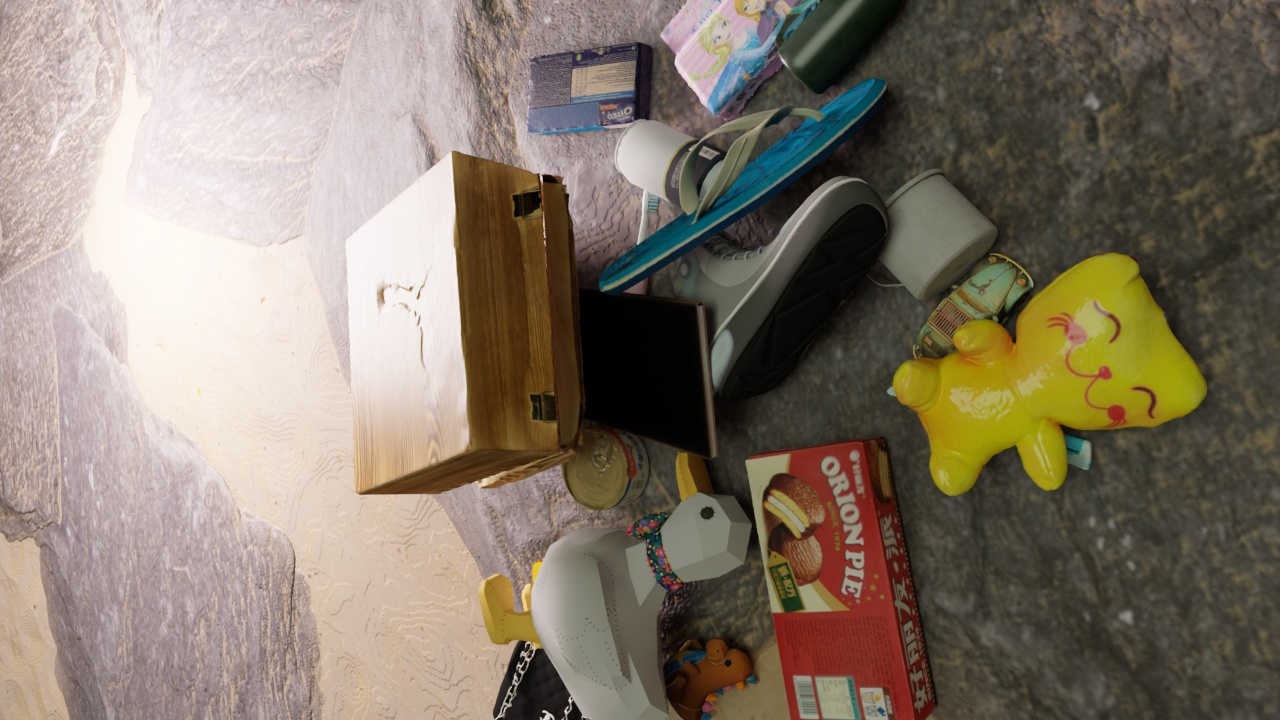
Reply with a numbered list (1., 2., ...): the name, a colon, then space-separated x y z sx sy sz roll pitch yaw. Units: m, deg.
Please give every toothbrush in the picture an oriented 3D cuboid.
1. toothbrush: -0.007 -0.062 0.932 0.027 0.026 0.223 -136 54 -76

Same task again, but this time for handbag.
1. handbag: -0.084 0.353 0.945 0.154 0.114 0.125 19 101 37

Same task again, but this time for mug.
1. mug: 0.225 -0.090 0.739 0.070 0.084 0.113 52 147 20

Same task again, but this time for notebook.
1. notebook: -0.005 0.005 0.871 0.209 0.008 0.141 12 114 52

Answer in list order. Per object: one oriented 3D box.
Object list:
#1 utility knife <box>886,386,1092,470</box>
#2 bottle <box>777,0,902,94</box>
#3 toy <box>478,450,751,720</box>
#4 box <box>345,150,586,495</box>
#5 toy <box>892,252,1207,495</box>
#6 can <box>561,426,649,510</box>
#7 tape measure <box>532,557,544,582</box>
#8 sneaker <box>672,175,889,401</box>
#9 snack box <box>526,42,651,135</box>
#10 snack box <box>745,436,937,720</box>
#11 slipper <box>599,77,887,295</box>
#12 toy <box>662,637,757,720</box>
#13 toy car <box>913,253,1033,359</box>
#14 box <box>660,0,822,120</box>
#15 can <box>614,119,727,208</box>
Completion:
1. utility knife: 0.276 0.051 0.740 0.169 0.015 0.022 18 96 37
2. bottle: 0.193 -0.305 0.766 0.175 0.055 0.055 -44 67 26
3. toy: -0.013 0.222 0.868 0.268 0.141 0.246 -18 64 22
4. box: -0.158 -0.025 0.899 0.248 0.175 0.279 -23 67 47
5. toy: 0.293 0.018 0.676 0.194 0.087 0.134 -31 87 24
6. can: -0.036 0.110 0.947 0.086 0.043 0.086 1 92 35
7. tape measure: -0.087 0.244 0.995 0.059 0.030 0.068 -17 83 35
8. sneaker: 0.100 -0.090 0.781 0.160 0.093 0.257 63 149 28
9. snack box: -0.056 -0.282 0.962 0.150 0.027 0.082 7 97 36
10. snack box: 0.171 0.189 0.790 0.113 0.060 0.236 -14 83 35
11. slipper: 0.076 -0.157 0.768 0.295 0.118 0.060 -35 109 8
12. toy: 0.071 0.317 0.882 0.090 0.070 0.103 -23 101 21
13. toy car: 0.258 -0.033 0.730 0.047 0.047 0.112 47 116 29
14. box: 0.110 -0.357 0.838 0.231 0.035 0.159 -44 67 27
15. can: 0.031 -0.187 0.878 0.127 0.064 0.064 33 109 31
